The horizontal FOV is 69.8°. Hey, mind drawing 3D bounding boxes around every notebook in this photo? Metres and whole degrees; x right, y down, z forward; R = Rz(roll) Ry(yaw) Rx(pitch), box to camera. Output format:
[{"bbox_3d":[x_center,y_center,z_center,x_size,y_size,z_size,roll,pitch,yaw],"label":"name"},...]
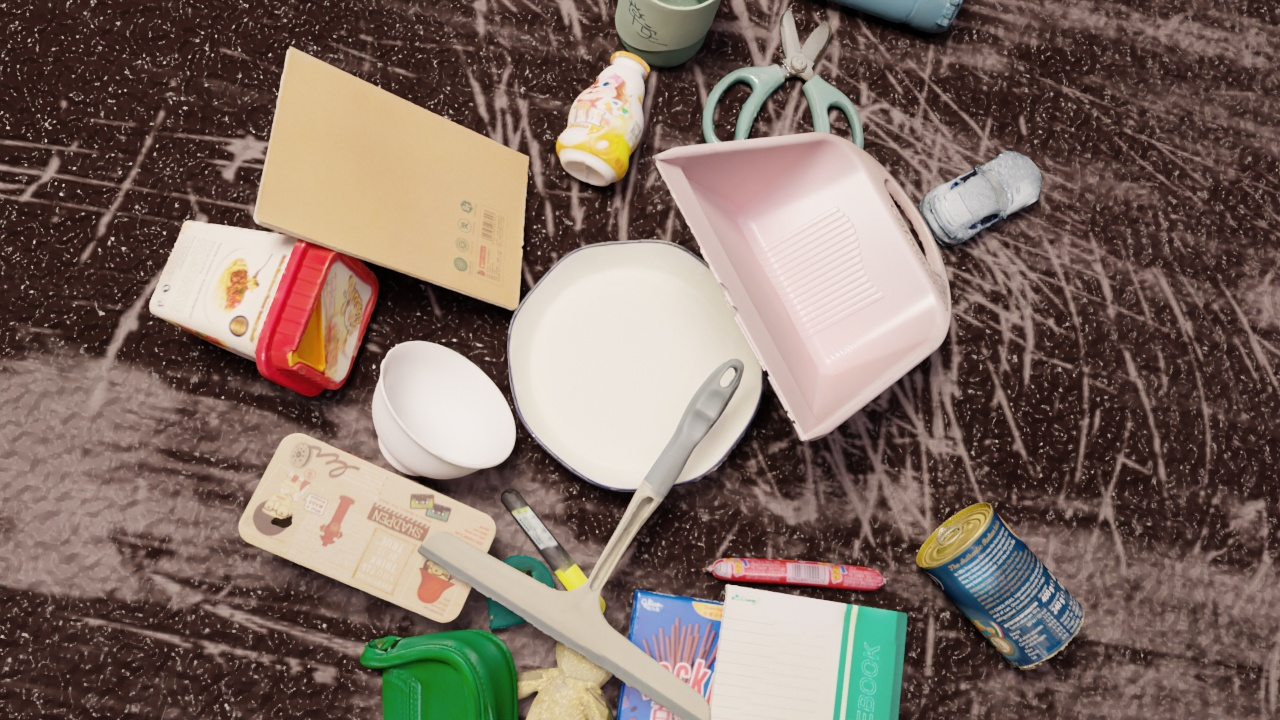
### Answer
[{"bbox_3d":[-0.177,-0.134,0.698,0.207,0.008,0.147,18,62,-36],"label":"notebook"},{"bbox_3d":[0.121,0.285,0.688,0.150,0.012,0.209,11,78,-8],"label":"notebook"}]

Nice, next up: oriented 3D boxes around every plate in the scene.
[{"bbox_3d":[-0.004,0.004,0.745,0.205,0.046,0.204,1,81,-7],"label":"plate"}]

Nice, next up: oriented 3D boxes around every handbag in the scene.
[{"bbox_3d":[-0.151,0.264,0.661,0.120,0.068,0.131,-6,82,19],"label":"handbag"}]

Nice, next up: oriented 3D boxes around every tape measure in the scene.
[{"bbox_3d":[-0.095,0.179,0.713,0.058,0.025,0.054,-12,83,-10],"label":"tape measure"}]

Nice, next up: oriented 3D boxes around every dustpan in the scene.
[{"bbox_3d":[0.149,-0.084,0.699,0.139,0.273,0.222,-29,87,18],"label":"dustpan"}]

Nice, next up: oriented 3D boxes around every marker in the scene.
[{"bbox_3d":[-0.070,0.152,0.728,0.018,0.015,0.124,-38,83,-12],"label":"marker"}]

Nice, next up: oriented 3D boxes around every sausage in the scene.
[{"bbox_3d":[0.127,0.173,0.744,0.156,0.020,0.020,6,79,-6],"label":"sausage"}]

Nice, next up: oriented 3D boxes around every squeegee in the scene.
[{"bbox_3d":[0.006,0.103,0.689,0.246,0.039,0.246,33,81,-4],"label":"squeegee"}]

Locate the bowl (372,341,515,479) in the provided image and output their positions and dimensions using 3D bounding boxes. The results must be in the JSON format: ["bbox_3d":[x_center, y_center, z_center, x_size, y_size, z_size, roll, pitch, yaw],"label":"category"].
[{"bbox_3d":[-0.161,0.050,0.700,0.118,0.118,0.065,47,116,3],"label":"bowl"}]

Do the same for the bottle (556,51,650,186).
[{"bbox_3d":[-0.027,-0.203,0.769,0.063,0.063,0.108,22,78,-3],"label":"bottle"}]

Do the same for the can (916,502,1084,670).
[{"bbox_3d":[0.288,0.180,0.734,0.075,0.075,0.111,-42,88,-12],"label":"can"}]

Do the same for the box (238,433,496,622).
[{"bbox_3d":[-0.202,0.126,0.690,0.168,0.079,0.091,26,77,-8],"label":"box"}]

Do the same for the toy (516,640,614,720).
[{"bbox_3d":[-0.058,0.273,0.688,0.105,0.066,0.157,13,80,38],"label":"toy"}]

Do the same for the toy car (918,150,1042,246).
[{"bbox_3d":[0.304,-0.145,0.814,0.120,0.037,0.054,-28,84,-14],"label":"toy car"}]

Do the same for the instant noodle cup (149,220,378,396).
[{"bbox_3d":[-0.283,-0.045,0.692,0.124,0.116,0.116,15,78,8],"label":"instant noodle cup"}]

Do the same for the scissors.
[{"bbox_3d":[0.146,-0.224,0.817,0.177,0.019,0.173,37,77,1],"label":"scissors"}]

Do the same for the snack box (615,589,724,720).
[{"bbox_3d":[0.026,0.264,0.712,0.084,0.026,0.157,9,79,-5],"label":"snack box"}]

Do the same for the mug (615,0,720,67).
[{"bbox_3d":[0.012,-0.312,0.770,0.112,0.106,0.082,38,79,0],"label":"mug"}]

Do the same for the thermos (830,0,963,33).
[{"bbox_3d":[0.184,-0.353,0.822,0.220,0.070,0.070,17,78,-5],"label":"thermos"}]
